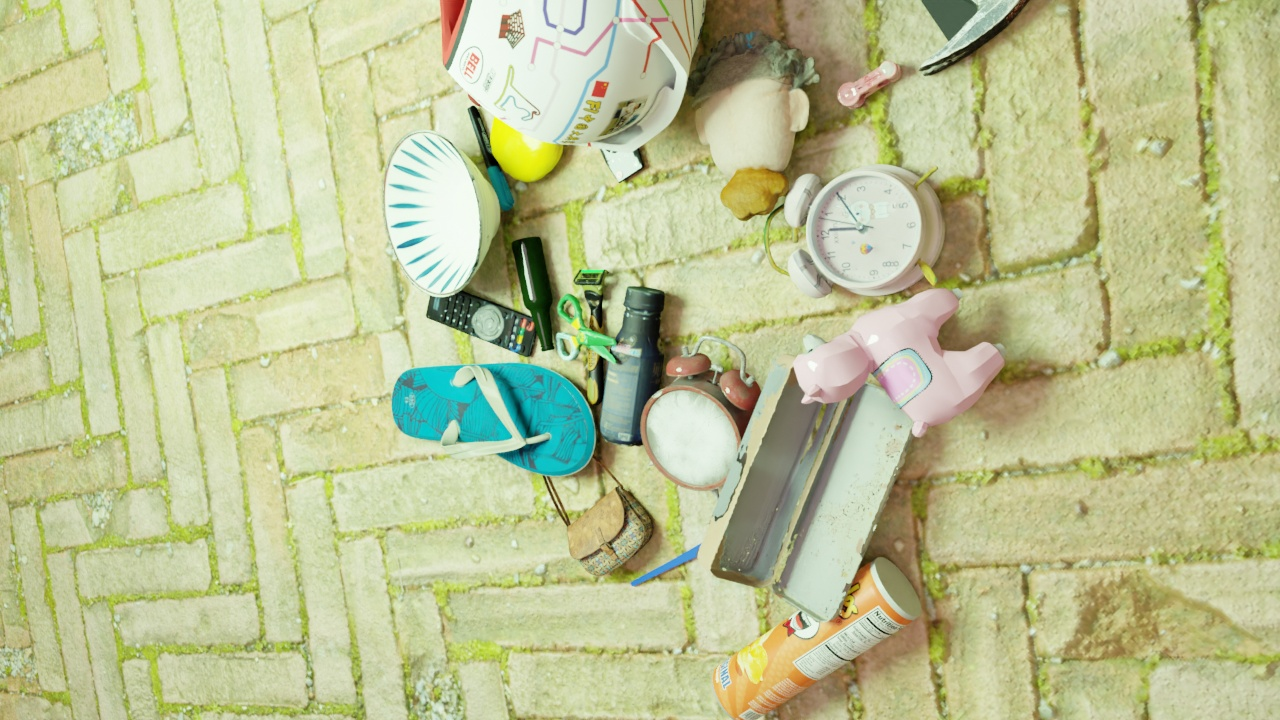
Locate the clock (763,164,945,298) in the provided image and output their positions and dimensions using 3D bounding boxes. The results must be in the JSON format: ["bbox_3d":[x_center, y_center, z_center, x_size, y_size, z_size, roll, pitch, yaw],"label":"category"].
[{"bbox_3d":[0.186,-0.114,0.814,0.158,0.058,0.117,-1,95,29],"label":"clock"}]

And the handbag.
[{"bbox_3d":[-0.070,0.136,0.993,0.094,0.043,0.195,-42,73,25],"label":"handbag"}]

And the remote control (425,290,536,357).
[{"bbox_3d":[-0.178,-0.048,1.038,0.140,0.021,0.045,21,107,19],"label":"remote control"}]

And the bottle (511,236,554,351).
[{"bbox_3d":[-0.112,-0.071,0.992,0.033,0.033,0.123,-11,91,28],"label":"bottle"}]

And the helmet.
[{"bbox_3d":[-0.059,-0.343,0.821,0.232,0.235,0.314,139,128,-58],"label":"helmet"}]

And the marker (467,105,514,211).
[{"bbox_3d":[-0.165,-0.223,1.010,0.015,0.018,0.123,-23,85,30],"label":"marker"}]

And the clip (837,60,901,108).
[{"bbox_3d":[0.205,-0.244,0.815,0.059,0.039,0.022,-27,80,32],"label":"clip"}]

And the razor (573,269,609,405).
[{"bbox_3d":[-0.049,-0.024,0.971,0.044,0.021,0.144,6,98,45],"label":"razor"}]

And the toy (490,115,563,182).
[{"bbox_3d":[-0.121,-0.238,0.973,0.094,0.041,0.095,-14,90,33],"label":"toy"}]

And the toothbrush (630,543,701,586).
[{"bbox_3d":[0.060,0.196,0.948,0.187,0.011,0.016,-34,80,30],"label":"toothbrush"}]

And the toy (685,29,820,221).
[{"bbox_3d":[0.104,-0.214,0.834,0.133,0.076,0.176,-1,88,45],"label":"toy"}]

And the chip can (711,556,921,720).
[{"bbox_3d":[0.162,0.268,0.870,0.211,0.062,0.062,-43,76,25],"label":"chip can"}]

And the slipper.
[{"bbox_3d":[-0.180,0.056,1.021,0.295,0.060,0.118,6,87,30],"label":"slipper"}]

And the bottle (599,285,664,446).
[{"bbox_3d":[-0.006,0.005,0.931,0.056,0.056,0.161,13,102,26],"label":"bottle"}]

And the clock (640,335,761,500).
[{"bbox_3d":[0.066,0.048,0.892,0.110,0.061,0.157,25,120,23],"label":"clock"}]

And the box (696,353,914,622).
[{"bbox_3d":[0.151,0.115,0.825,0.217,0.121,0.094,-69,22,3],"label":"box"}]

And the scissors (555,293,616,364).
[{"bbox_3d":[-0.058,-0.014,0.949,0.132,0.013,0.078,42,129,48],"label":"scissors"}]

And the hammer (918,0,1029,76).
[{"bbox_3d":[0.186,-0.379,0.798,0.326,0.036,0.141,41,111,18],"label":"hammer"}]

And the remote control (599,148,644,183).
[{"bbox_3d":[-0.034,-0.245,0.942,0.039,0.010,0.124,-28,83,28],"label":"remote control"}]

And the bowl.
[{"bbox_3d":[-0.203,-0.161,0.998,0.177,0.070,0.177,14,112,40],"label":"bowl"}]

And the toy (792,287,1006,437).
[{"bbox_3d":[0.215,0.006,0.776,0.157,0.067,0.123,-31,78,-6],"label":"toy"}]
